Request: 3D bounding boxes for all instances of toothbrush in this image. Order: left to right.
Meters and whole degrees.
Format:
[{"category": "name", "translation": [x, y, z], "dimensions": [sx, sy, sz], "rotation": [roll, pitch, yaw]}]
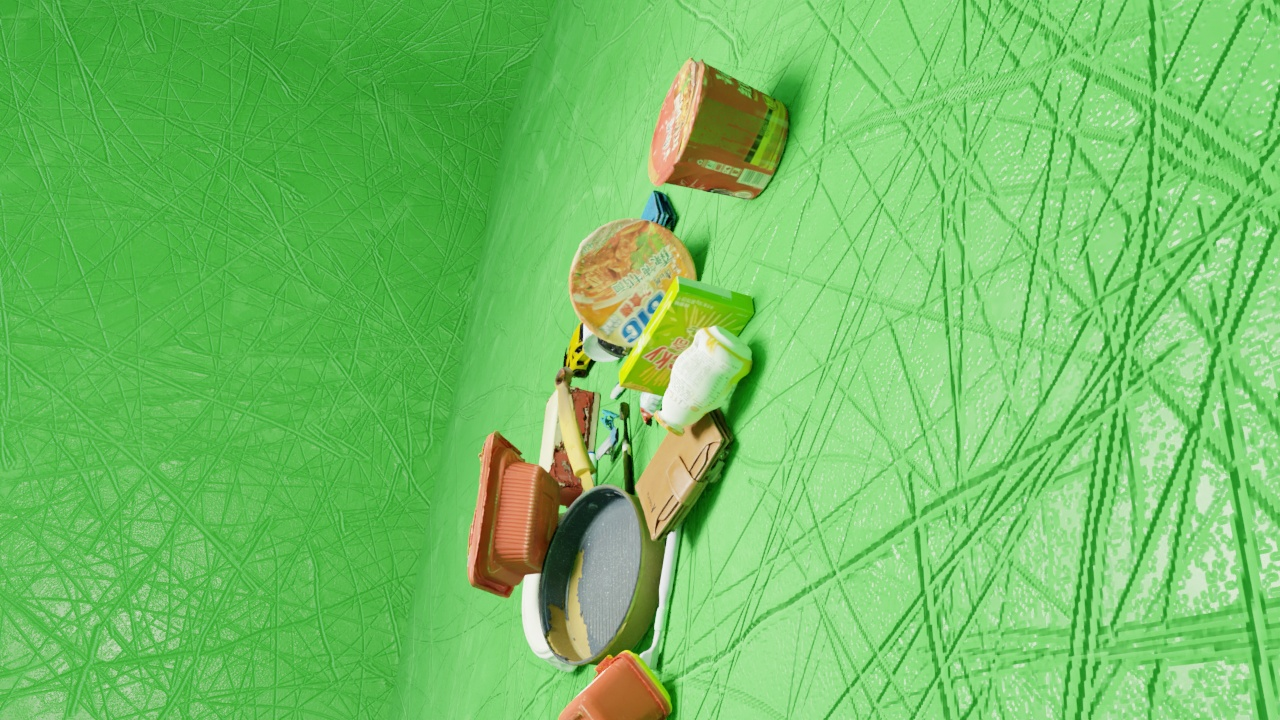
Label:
[{"category": "toothbrush", "translation": [-0.018, 0.123, 1.157], "dimensions": [0.185, 0.012, 0.017], "rotation": [-95, 20, -47]}, {"category": "toothbrush", "translation": [-0.007, 0.007, 1.206], "dimensions": [0.192, 0.018, 0.016], "rotation": [130, 150, -53]}, {"category": "toothbrush", "translation": [0.026, 0.217, 0.935], "dimensions": [0.021, 0.029, 0.189], "rotation": [3, 74, 31]}]

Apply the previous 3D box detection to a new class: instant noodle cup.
[{"category": "instant noodle cup", "translation": [-0.151, 0.193, 1.131], "dimensions": [0.164, 0.079, 0.188], "rotation": [64, -152, -69]}, {"category": "instant noodle cup", "translation": [-0.015, -0.097, 1.118], "dimensions": [0.111, 0.151, 0.151], "rotation": [-129, 55, -79]}, {"category": "instant noodle cup", "translation": [0.083, -0.235, 0.968], "dimensions": [0.138, 0.108, 0.138], "rotation": [-166, 91, -73]}]

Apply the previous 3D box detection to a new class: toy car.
[{"category": "toy car", "translation": [-0.084, -0.031, 1.439], "dimensions": [0.156, 0.041, 0.071], "rotation": [130, 149, -52]}, {"category": "toy car", "translation": [-0.014, -0.057, 1.225], "dimensions": [0.121, 0.053, 0.045], "rotation": [-58, 0, 29]}]

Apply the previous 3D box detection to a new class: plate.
[{"category": "plate", "translation": [-0.100, 0.289, 1.176], "dimensions": [0.205, 0.045, 0.204], "rotation": [-38, 45, 51]}]

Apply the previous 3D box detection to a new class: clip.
[{"category": "clip", "translation": [-0.043, 0.080, 1.268], "dimensions": [0.056, 0.014, 0.041], "rotation": [-147, 73, -70]}, {"category": "clip", "translation": [-0.038, 0.113, 1.207], "dimensions": [0.024, 0.028, 0.057], "rotation": [-96, 23, -45]}]

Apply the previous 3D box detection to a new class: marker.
[{"category": "marker", "translation": [-0.069, 0.187, 1.255], "dimensions": [0.017, 0.017, 0.145], "rotation": [122, 156, -44]}]

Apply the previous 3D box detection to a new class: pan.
[{"category": "pan", "translation": [-0.063, 0.167, 1.054], "dimensions": [0.198, 0.078, 0.356], "rotation": [-37, 43, 39]}]

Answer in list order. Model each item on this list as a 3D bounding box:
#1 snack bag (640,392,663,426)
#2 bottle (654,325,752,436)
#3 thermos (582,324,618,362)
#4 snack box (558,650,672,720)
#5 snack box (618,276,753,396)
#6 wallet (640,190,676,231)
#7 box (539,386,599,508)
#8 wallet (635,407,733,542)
[{"category": "snack bag", "translation": [0.023, 0.029, 1.078], "dimensions": [0.045, 0.026, 0.106], "rotation": [-83, 17, -52]}, {"category": "bottle", "translation": [0.058, 0.021, 0.883], "dimensions": [0.108, 0.063, 0.063], "rotation": [-54, 22, 13]}, {"category": "thermos", "translation": [-0.052, -0.098, 1.353], "dimensions": [0.220, 0.070, 0.070], "rotation": [-92, 24, -43]}, {"category": "snack box", "translation": [-0.028, 0.332, 0.871], "dimensions": [0.082, 0.079, 0.091], "rotation": [50, 138, 16]}, {"category": "snack box", "translation": [0.044, -0.018, 0.953], "dimensions": [0.157, 0.085, 0.026], "rotation": [123, 154, -44]}, {"category": "wallet", "translation": [0.006, -0.160, 1.271], "dimensions": [0.106, 0.040, 0.133], "rotation": [-98, 27, -61]}, {"category": "box", "translation": [-0.115, 0.124, 1.347], "dimensions": [0.092, 0.078, 0.168], "rotation": [131, 149, -56]}, {"category": "wallet", "translation": [0.042, 0.106, 0.926], "dimensions": [0.132, 0.031, 0.107], "rotation": [-59, 22, 19]}]
